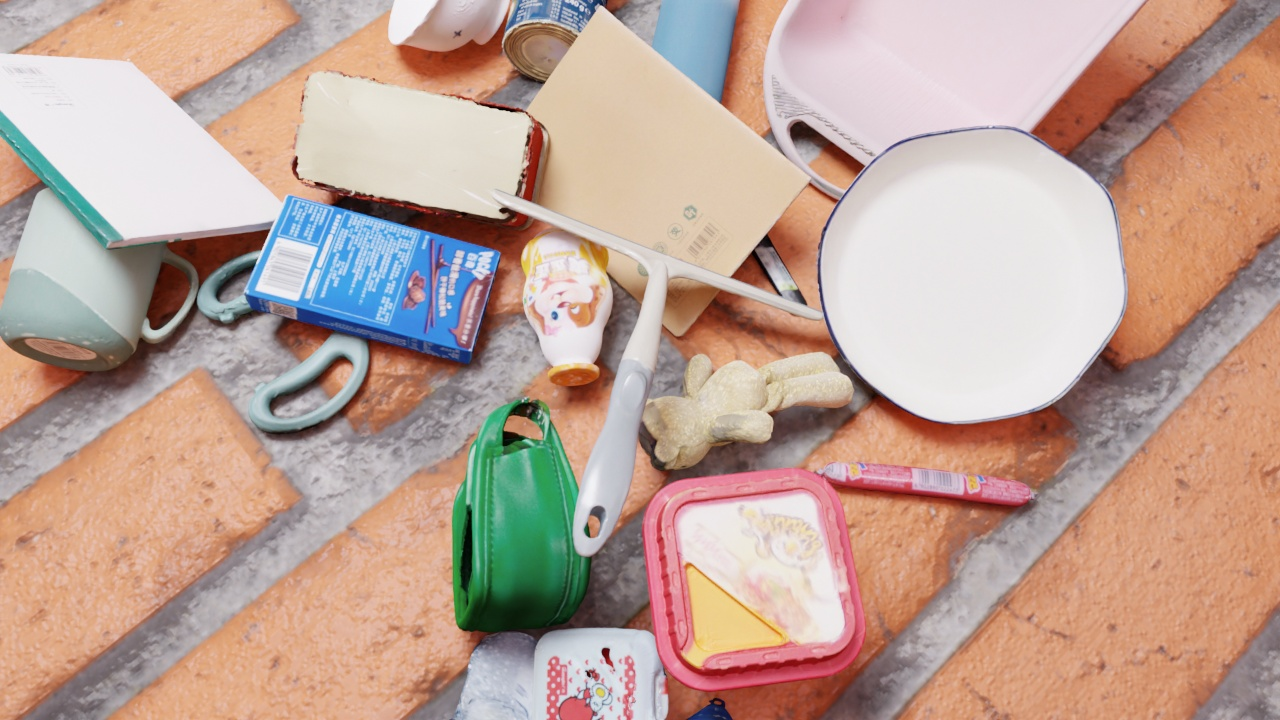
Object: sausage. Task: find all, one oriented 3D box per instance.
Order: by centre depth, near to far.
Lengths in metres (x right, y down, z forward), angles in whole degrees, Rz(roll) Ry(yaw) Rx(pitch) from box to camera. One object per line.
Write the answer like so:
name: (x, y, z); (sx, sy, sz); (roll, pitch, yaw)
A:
sausage: (0.195, 0.084, 0.629); (0.156, 0.020, 0.020); (7, 69, 1)

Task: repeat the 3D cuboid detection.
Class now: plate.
plate: (0.226, -0.059, 0.641); (0.205, 0.045, 0.205); (0, 89, 5)

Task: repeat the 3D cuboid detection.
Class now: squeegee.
squeegee: (-0.003, 0.003, 0.550); (0.246, 0.039, 0.245); (20, 49, -6)

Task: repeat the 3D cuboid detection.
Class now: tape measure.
tape measure: (0.039, 0.243, 0.560); (0.058, 0.025, 0.054); (-31, 75, -9)

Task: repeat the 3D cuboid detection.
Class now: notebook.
notebook: (-0.369, -0.155, 0.653); (0.209, 0.012, 0.150); (42, 29, 13)
notebook: (0.000, -0.139, 0.674); (0.207, 0.008, 0.148); (43, 106, 14)

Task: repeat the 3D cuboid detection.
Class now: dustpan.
dustpan: (0.219, -0.248, 0.662); (0.222, 0.274, 0.138); (38, 47, 15)

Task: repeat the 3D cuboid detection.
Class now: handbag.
handbag: (-0.076, 0.099, 0.557); (0.068, 0.132, 0.120); (0, 62, -16)

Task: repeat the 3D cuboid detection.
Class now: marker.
marker: (0.090, -0.087, 0.695); (0.018, 0.015, 0.124); (-26, 75, -11)

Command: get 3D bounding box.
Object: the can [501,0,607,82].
can: (-0.064, -0.287, 0.733); (0.075, 0.075, 0.111); (8, 69, 1)

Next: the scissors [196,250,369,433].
scissors: (-0.228, -0.017, 0.655); (0.174, 0.019, 0.177); (-4, 68, -7)

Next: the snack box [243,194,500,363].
snack box: (-0.186, -0.058, 0.651); (0.157, 0.026, 0.084); (15, 64, -6)

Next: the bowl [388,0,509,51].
bowl: (-0.144, -0.291, 0.730); (0.064, 0.119, 0.118); (21, 64, -35)

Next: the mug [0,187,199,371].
mug: (-0.370, -0.049, 0.636); (0.111, 0.082, 0.106); (16, 65, -30)

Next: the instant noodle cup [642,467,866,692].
instant noodle cup: (0.061, 0.135, 0.549); (0.116, 0.124, 0.116); (-6, 69, -3)

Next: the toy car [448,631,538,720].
toy car: (-0.089, 0.226, 0.558); (0.054, 0.037, 0.120); (14, 66, 4)

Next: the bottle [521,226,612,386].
bottle: (-0.050, -0.038, 0.644); (0.063, 0.063, 0.108); (-5, 69, -4)

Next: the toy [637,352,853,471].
toy: (0.071, 0.032, 0.629); (0.157, 0.066, 0.105); (-17, 38, -12)

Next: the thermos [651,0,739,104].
thermos: (0.043, -0.254, 0.731); (0.070, 0.070, 0.220); (10, 70, 2)

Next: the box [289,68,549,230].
box: (-0.158, -0.153, 0.661); (0.168, 0.079, 0.091); (12, 95, 3)

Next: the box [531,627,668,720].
box: (-0.022, 0.255, 0.518); (0.087, 0.048, 0.201); (-9, 73, 25)
